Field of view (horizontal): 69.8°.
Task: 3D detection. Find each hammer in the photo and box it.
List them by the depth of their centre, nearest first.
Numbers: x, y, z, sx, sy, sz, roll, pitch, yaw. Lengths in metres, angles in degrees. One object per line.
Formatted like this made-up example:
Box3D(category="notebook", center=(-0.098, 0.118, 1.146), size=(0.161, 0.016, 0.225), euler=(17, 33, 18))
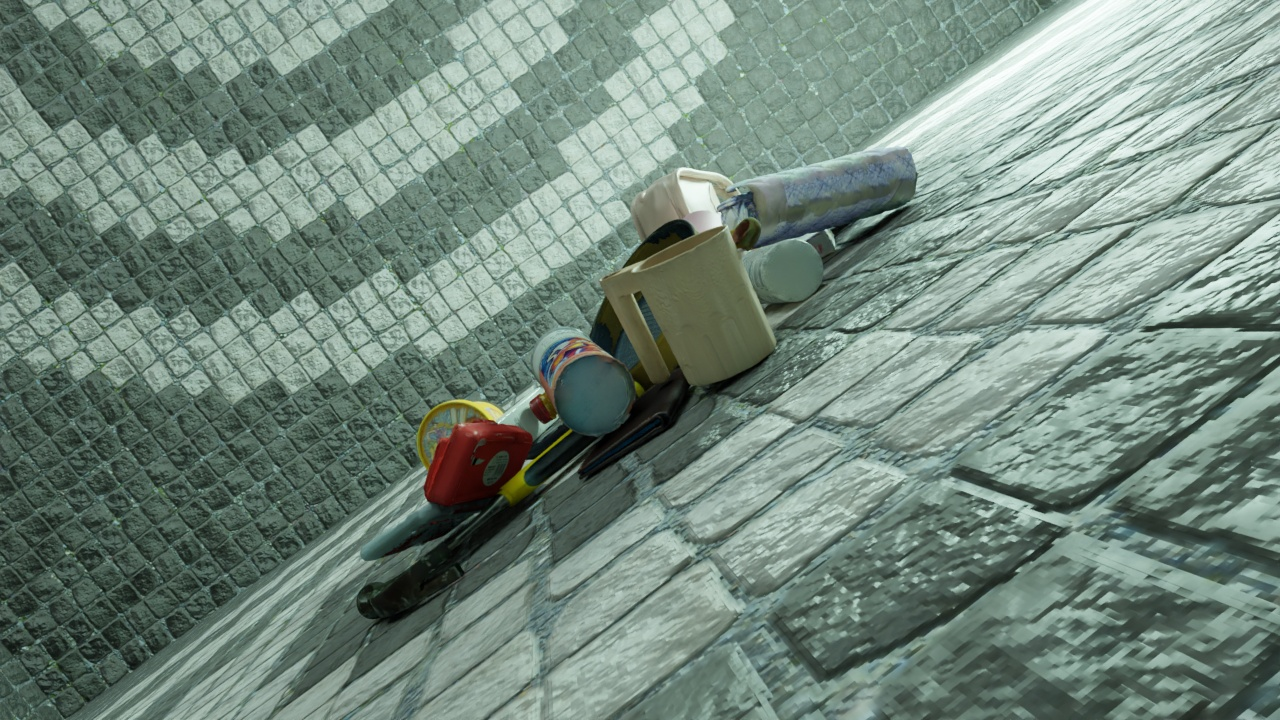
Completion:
Box3D(category="hammer", center=(-0.105, 0.113, 0.819), size=(0.322, 0.032, 0.126), euler=(-39, 6, -35))

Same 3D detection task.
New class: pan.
Box3D(category="pan", center=(0.034, -0.071, 0.897), size=(0.358, 0.078, 0.197), euler=(-12, 54, 61))

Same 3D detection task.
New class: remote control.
Box3D(category="remote control", center=(-0.080, 0.078, 1.008), size=(0.137, 0.024, 0.053), euler=(-34, 7, 31))
Box3D(category="remote control", center=(-0.162, 0.087, 1.286), size=(0.019, 0.056, 0.134), euler=(-26, 10, 29))

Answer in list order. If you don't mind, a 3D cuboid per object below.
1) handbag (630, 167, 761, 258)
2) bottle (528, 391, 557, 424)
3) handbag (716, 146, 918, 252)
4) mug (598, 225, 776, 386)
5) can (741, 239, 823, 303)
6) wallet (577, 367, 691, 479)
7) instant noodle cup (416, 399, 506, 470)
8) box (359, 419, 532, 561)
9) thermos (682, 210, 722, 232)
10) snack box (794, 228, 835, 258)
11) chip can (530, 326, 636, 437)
Box3D(category="handbag", center=(0.105, -0.176, 1.284), size=(0.094, 0.193, 0.233), euler=(-23, 4, 39))
Box3D(category="bottle", center=(-0.074, 0.024, 1.274), size=(0.175, 0.057, 0.057), euler=(-36, 5, 5))
Box3D(category="handbag", center=(0.183, -0.175, 0.992), size=(0.193, 0.075, 0.134), euler=(-18, 6, -13))
Box3D(category="mug", center=(0.036, -0.038, 0.740), size=(0.125, 0.103, 0.084), euler=(-18, 14, 36))
Box3D(category="can", center=(0.133, -0.086, 0.908), size=(0.058, 0.058, 0.147), euler=(-36, 5, -2))
Box3D(category="wallet", center=(-0.002, 0.051, 0.778), size=(0.096, 0.020, 0.122), euler=(-38, 5, 21))
Box3D(category="instant noodle cup", center=(-0.242, 0.110, 1.310), size=(0.118, 0.118, 0.114), euler=(-35, -2, 10))
Box3D(category="box", center=(-0.175, 0.126, 0.879), size=(0.161, 0.058, 0.201), euler=(-52, -9, 1))
Box3D(category="thermos", center=(0.073, -0.104, 1.037), size=(0.198, 0.067, 0.087), euler=(-84, 2, -54))
Box3D(category="snack box", center=(0.191, -0.129, 1.103), size=(0.085, 0.027, 0.156), euler=(-34, 6, 17))
Box3D(category="chip can", center=(-0.058, 0.015, 0.846), size=(0.071, 0.071, 0.215), euler=(-36, 13, -4))
